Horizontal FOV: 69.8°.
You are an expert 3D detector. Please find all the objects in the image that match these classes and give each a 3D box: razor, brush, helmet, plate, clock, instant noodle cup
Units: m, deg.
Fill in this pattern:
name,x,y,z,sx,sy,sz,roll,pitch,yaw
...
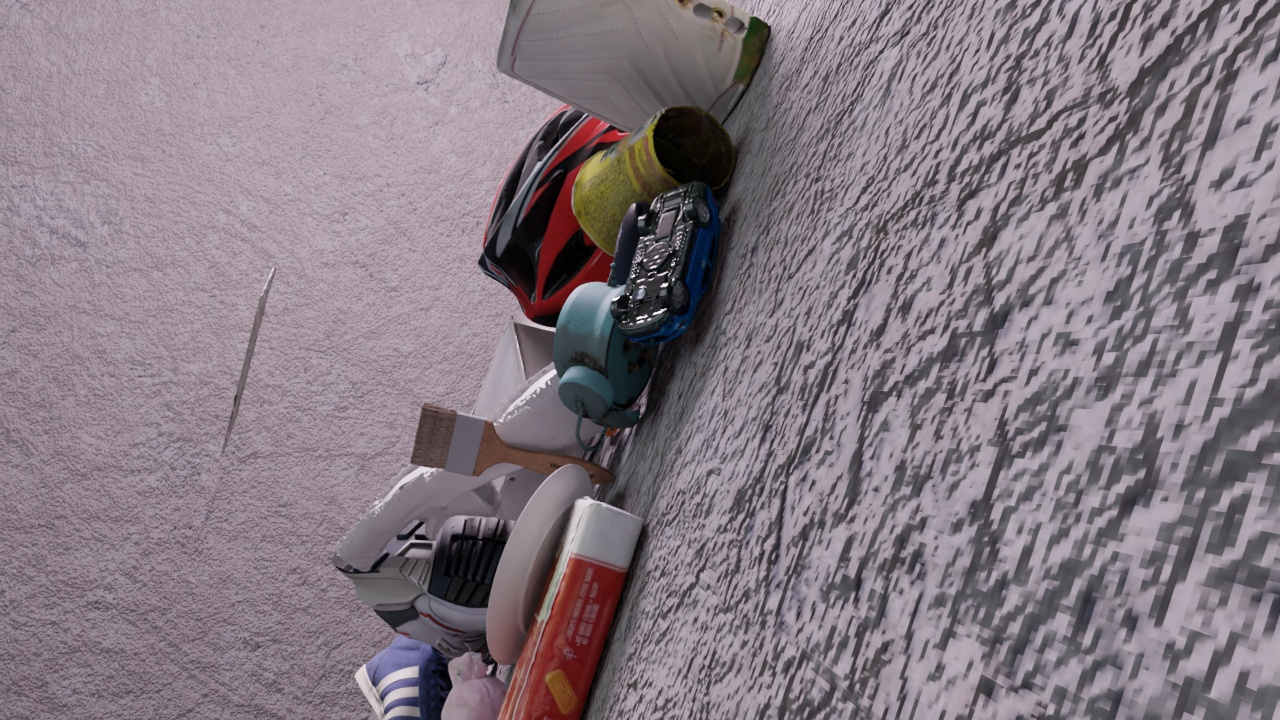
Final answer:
name,x,y,z,sx,sy,sz,roll,pitch,yaw
razor,-0.008,-0.065,0.689,0.143,0.052,0.047,99,174,-56
brush,-0.088,0.067,0.650,0.008,0.143,0.045,-104,27,-74
helmet,-0.049,-0.162,0.918,0.271,0.167,0.218,-59,11,-17
plate,-0.058,0.134,0.595,0.134,0.011,0.134,17,-91,-70
clock,-0.024,0.001,0.633,0.090,0.053,0.124,42,-117,-63
instant noodle cup,0.013,-0.136,0.689,0.108,0.102,0.102,-31,39,60

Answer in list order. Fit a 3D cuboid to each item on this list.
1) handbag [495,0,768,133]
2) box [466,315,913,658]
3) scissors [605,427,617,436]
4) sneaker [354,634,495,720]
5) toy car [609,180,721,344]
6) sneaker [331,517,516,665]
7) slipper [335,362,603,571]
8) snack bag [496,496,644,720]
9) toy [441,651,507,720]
name,x,y,z,sx,sy,sz,roll,pitch,yaw
handbag,-0.009,-0.269,0.755,0.142,0.198,0.096,142,149,-69
box,0.029,0.124,0.876,0.171,0.403,0.169,-89,23,-61
scissors,-0.003,-0.001,0.717,0.070,0.013,0.130,-91,24,-60
sneaker,-0.165,0.294,0.812,0.118,0.091,0.233,-44,24,-16
toy car,0.023,-0.062,0.595,0.056,0.043,0.120,-12,49,40
sneaker,-0.140,0.198,0.751,0.240,0.124,0.088,2,36,36
slipper,-0.130,0.086,0.707,0.247,0.074,0.112,-34,-4,8
snack bag,-0.054,0.191,0.536,0.077,0.041,0.225,158,131,-76
toy,-0.122,0.278,0.691,0.064,0.047,0.109,-41,46,50
